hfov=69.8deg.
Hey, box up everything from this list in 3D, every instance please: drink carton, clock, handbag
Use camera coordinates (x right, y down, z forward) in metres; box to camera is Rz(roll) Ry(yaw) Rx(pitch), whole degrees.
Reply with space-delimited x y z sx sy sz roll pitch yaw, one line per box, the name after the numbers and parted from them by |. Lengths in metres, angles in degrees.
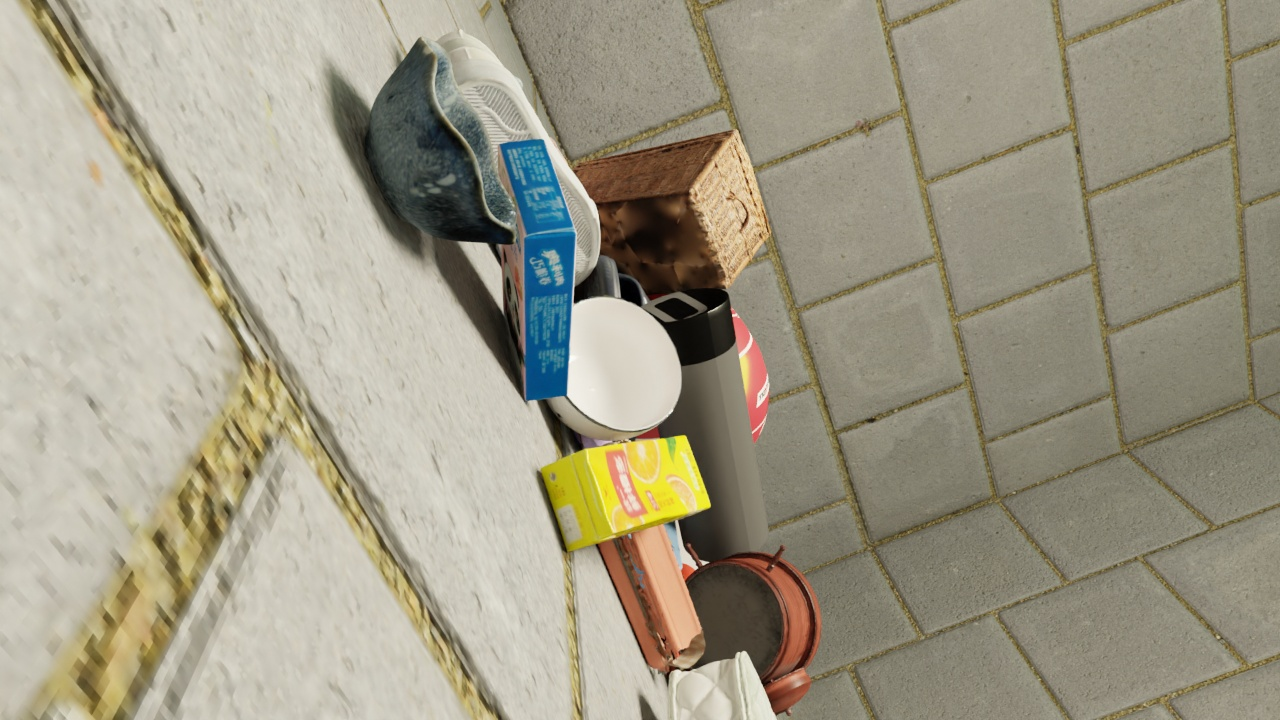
-0.008 0.087 0.618 0.134 0.043 0.058 1 67 -60 | drink carton
0.085 0.235 0.768 0.072 0.121 0.157 24 65 -60 | clock
0.067 0.304 0.617 0.138 0.072 0.195 -91 161 -57 | handbag

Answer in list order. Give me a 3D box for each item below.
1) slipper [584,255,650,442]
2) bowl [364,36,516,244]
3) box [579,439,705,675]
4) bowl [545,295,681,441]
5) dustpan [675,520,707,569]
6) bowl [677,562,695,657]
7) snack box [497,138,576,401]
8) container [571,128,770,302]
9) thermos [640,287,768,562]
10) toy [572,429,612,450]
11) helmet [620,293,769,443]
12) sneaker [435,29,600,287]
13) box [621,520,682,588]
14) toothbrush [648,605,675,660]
-0.005 0.005 0.883 0.269 0.083 0.110 89 -6 -58 | slipper
-0.108 -0.105 0.479 0.110 0.055 0.110 -20 88 -87 | bowl
-0.011 0.154 0.698 0.056 0.064 0.188 -28 101 -51 | box
-0.031 0.012 0.721 0.063 0.113 0.113 -40 -114 53 | bowl
0.080 0.286 1.195 0.258 0.053 0.191 59 10 -74 | dustpan
0.049 0.253 0.916 0.130 0.045 0.130 -20 88 -87 | bowl
-0.068 -0.054 0.593 0.154 0.033 0.088 98 -22 -49 | snack box
0.011 -0.134 0.888 0.112 0.199 0.114 -54 130 -45 | container
0.057 0.058 0.817 0.082 0.082 0.241 -105 -177 -66 | thermos
-0.049 0.037 0.783 0.080 0.036 0.099 90 -16 -69 | toy
0.049 0.028 1.120 0.271 0.197 0.225 -138 -155 -76 | helmet
-0.097 -0.153 0.725 0.242 0.089 0.090 64 3 -53 | sneaker
0.005 0.136 0.846 0.209 0.059 0.068 -104 170 -75 | box
0.044 0.288 0.827 0.016 0.017 0.189 -106 173 -73 | toothbrush
